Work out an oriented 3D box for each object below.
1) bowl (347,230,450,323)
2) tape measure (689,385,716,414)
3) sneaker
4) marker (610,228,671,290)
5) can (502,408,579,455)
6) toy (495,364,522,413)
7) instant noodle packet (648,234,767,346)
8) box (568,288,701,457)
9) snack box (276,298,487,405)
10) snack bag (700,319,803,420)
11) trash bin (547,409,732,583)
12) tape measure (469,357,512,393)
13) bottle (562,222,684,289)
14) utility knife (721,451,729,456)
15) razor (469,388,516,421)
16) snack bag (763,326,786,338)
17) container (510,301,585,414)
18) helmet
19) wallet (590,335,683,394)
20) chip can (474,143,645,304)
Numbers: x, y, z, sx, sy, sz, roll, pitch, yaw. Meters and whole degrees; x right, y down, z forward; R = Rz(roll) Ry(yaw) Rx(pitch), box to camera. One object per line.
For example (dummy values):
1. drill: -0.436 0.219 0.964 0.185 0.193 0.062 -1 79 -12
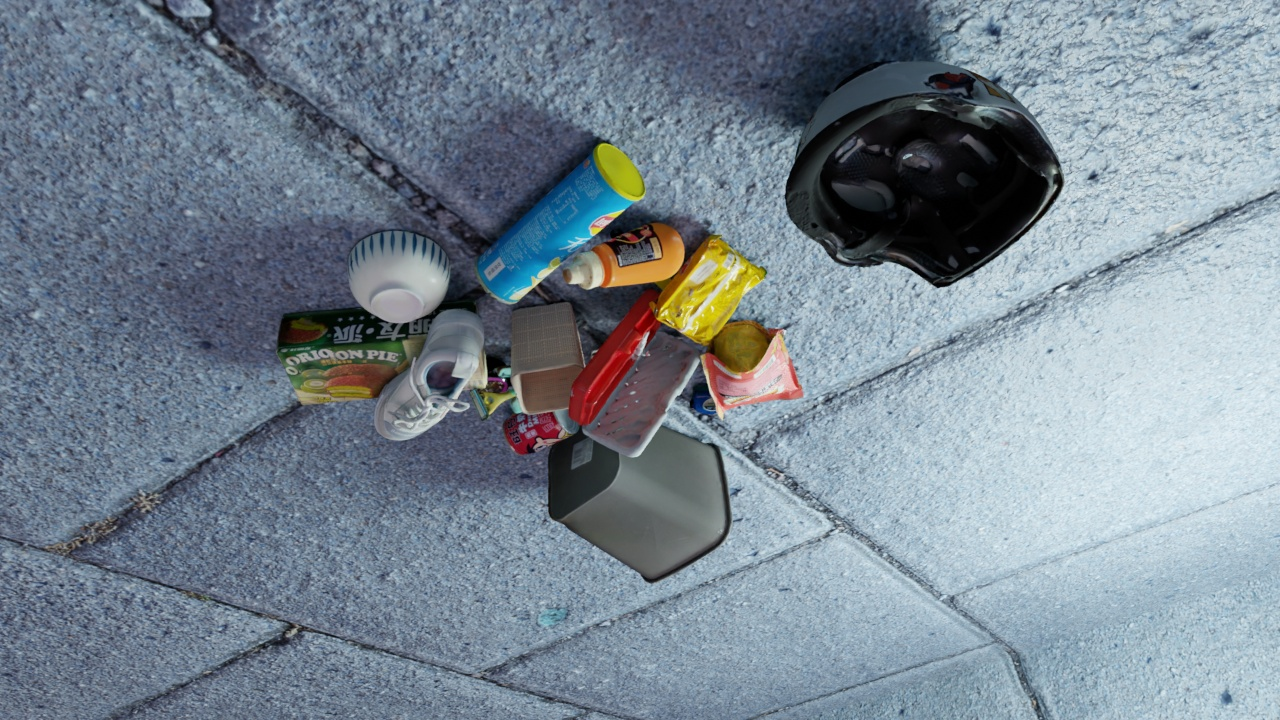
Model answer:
1. bowl: -0.277 -0.086 1.054 0.116 0.066 0.117 -6 143 -5
2. tape measure: 0.102 0.056 1.354 0.058 0.025 0.055 -2 144 -7
3. sneaker: -0.254 0.046 1.106 0.089 0.090 0.243 15 137 -29
4. marker: 0.003 -0.122 1.110 0.018 0.015 0.124 -28 136 22
5. can: -0.143 0.092 1.316 0.094 0.066 0.066 -26 140 21
6. toy: -0.155 0.029 1.230 0.096 0.030 0.092 -5 113 -43
7. instant noodle packet: 0.083 -0.088 1.124 0.110 0.044 0.128 28 110 -40
8. box: 0.002 0.012 1.121 0.100 0.200 0.095 26 141 11
9. snack box: -0.317 -0.009 1.149 0.240 0.063 0.115 -5 143 -5
10. snack bag: 0.151 0.022 1.255 0.129 0.073 0.208 -17 153 8
11. trash bin: -0.009 0.192 1.387 0.219 0.198 0.199 32 125 -32
12. tape measure: -0.204 0.025 1.237 0.058 0.039 0.057 -27 140 22
13. bottle: -0.022 -0.112 1.035 0.149 0.066 0.067 -19 151 -32
14. utility knife: 0.073 0.190 1.529 0.183 0.019 0.031 -28 144 33
15. razor: -0.155 0.036 1.196 0.132 0.043 0.028 -24 170 -24
16. snack bag: 0.143 -0.033 1.245 0.105 0.026 0.045 4 147 -13
17. container: -0.115 -0.006 1.154 0.090 0.110 0.090 -9 143 0
18. helmet: 0.279 -0.210 0.935 0.274 0.156 0.231 14 141 -12
19. wallet: -0.007 0.007 1.254 0.129 0.037 0.107 -11 145 -15
20. chip can: -0.092 -0.146 1.010 0.071 0.071 0.211 26 131 -38
